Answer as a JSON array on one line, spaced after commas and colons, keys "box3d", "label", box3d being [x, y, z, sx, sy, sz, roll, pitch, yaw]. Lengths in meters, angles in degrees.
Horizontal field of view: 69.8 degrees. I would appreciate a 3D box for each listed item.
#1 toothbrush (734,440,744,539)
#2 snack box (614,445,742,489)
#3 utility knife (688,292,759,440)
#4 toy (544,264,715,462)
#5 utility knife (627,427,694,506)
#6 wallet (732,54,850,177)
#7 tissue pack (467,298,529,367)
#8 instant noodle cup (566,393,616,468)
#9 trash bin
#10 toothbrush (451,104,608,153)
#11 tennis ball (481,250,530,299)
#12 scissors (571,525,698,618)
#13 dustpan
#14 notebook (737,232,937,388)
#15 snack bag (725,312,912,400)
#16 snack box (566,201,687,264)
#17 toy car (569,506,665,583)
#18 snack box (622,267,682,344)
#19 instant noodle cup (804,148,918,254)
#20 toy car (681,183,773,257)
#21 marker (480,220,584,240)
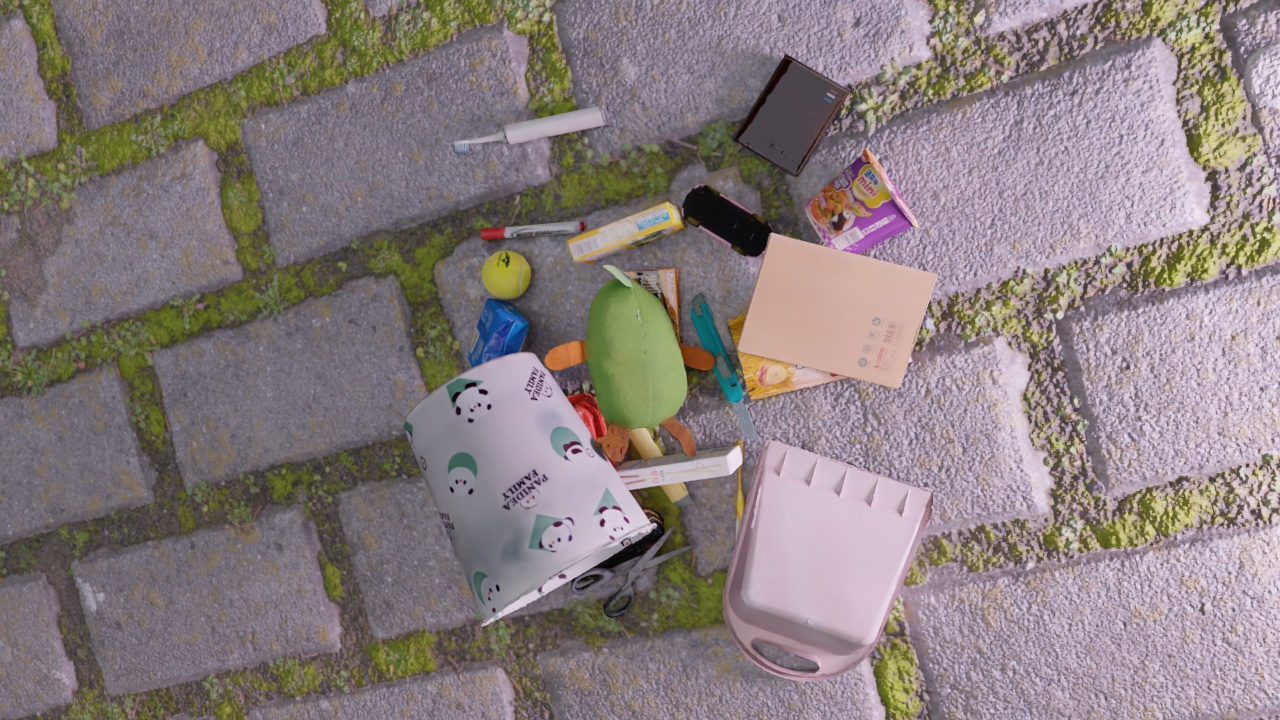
[{"box3d": [0.131, 0.197, 1.195, 0.016, 0.018, 0.191, 0, 96, 16], "label": "toothbrush"}, {"box3d": [0.045, 0.136, 1.159, 0.157, 0.084, 0.027, -11, 91, 16], "label": "snack box"}, {"box3d": [0.108, 0.010, 1.187, 0.029, 0.013, 0.205, -24, 88, 15], "label": "utility knife"}, {"box3d": [-0.007, 0.007, 1.125, 0.226, 0.090, 0.246, 1, 70, -27], "label": "toy"}, {"box3d": [0.017, 0.125, 1.217, 0.031, 0.018, 0.165, -34, 87, 10], "label": "utility knife"}, {"box3d": [0.187, -0.305, 1.144, 0.096, 0.020, 0.122, 34, 103, 10], "label": "wallet"}, {"box3d": [-0.185, -0.025, 1.197, 0.052, 0.157, 0.095, 19, 97, -19], "label": "tissue pack"}, {"box3d": [-0.118, 0.145, 1.221, 0.165, 0.079, 0.188, -16, 86, 11], "label": "instant noodle cup"}, {"box3d": [-0.140, 0.143, 1.081, 0.230, 0.229, 0.252, -33, 77, 14], "label": "trash bin"}, {"box3d": [-0.151, -0.306, 1.224, 0.221, 0.026, 0.026, -8, 97, 14], "label": "toothbrush"}, {"box3d": [-0.179, -0.114, 1.225, 0.065, 0.065, 0.065, 1, 94, 14], "label": "tennis ball"}, {"box3d": [-0.011, 0.280, 1.208, 0.174, 0.014, 0.160, 0, 123, -7], "label": "scissors"}, {"box3d": [0.219, 0.264, 1.173, 0.222, 0.139, 0.272, 20, 71, 9], "label": "dustpan"}, {"box3d": [0.233, -0.057, 1.094, 0.207, 0.008, 0.148, 13, 106, -5], "label": "notebook"}, {"box3d": [0.220, -0.030, 1.138, 0.208, 0.073, 0.128, -17, 89, 7], "label": "snack bag"}, {"box3d": [-0.016, -0.160, 1.169, 0.141, 0.086, 0.033, -17, 90, 15], "label": "snack box"}, {"box3d": [-0.040, 0.245, 1.214, 0.156, 0.071, 0.041, -29, 43, 11], "label": "toy car"}, {"box3d": [0.016, -0.042, 1.200, 0.075, 0.026, 0.154, -3, 93, 13], "label": "snack box"}, {"box3d": [0.259, -0.179, 1.094, 0.099, 0.111, 0.111, -33, 85, 24], "label": "instant noodle cup"}, {"box3d": [0.110, -0.176, 1.161, 0.122, 0.037, 0.056, 33, 96, 7], "label": "toy car"}, {"box3d": [-0.146, -0.175, 1.238, 0.145, 0.017, 0.017, -2, 93, 15], "label": "marker"}]
